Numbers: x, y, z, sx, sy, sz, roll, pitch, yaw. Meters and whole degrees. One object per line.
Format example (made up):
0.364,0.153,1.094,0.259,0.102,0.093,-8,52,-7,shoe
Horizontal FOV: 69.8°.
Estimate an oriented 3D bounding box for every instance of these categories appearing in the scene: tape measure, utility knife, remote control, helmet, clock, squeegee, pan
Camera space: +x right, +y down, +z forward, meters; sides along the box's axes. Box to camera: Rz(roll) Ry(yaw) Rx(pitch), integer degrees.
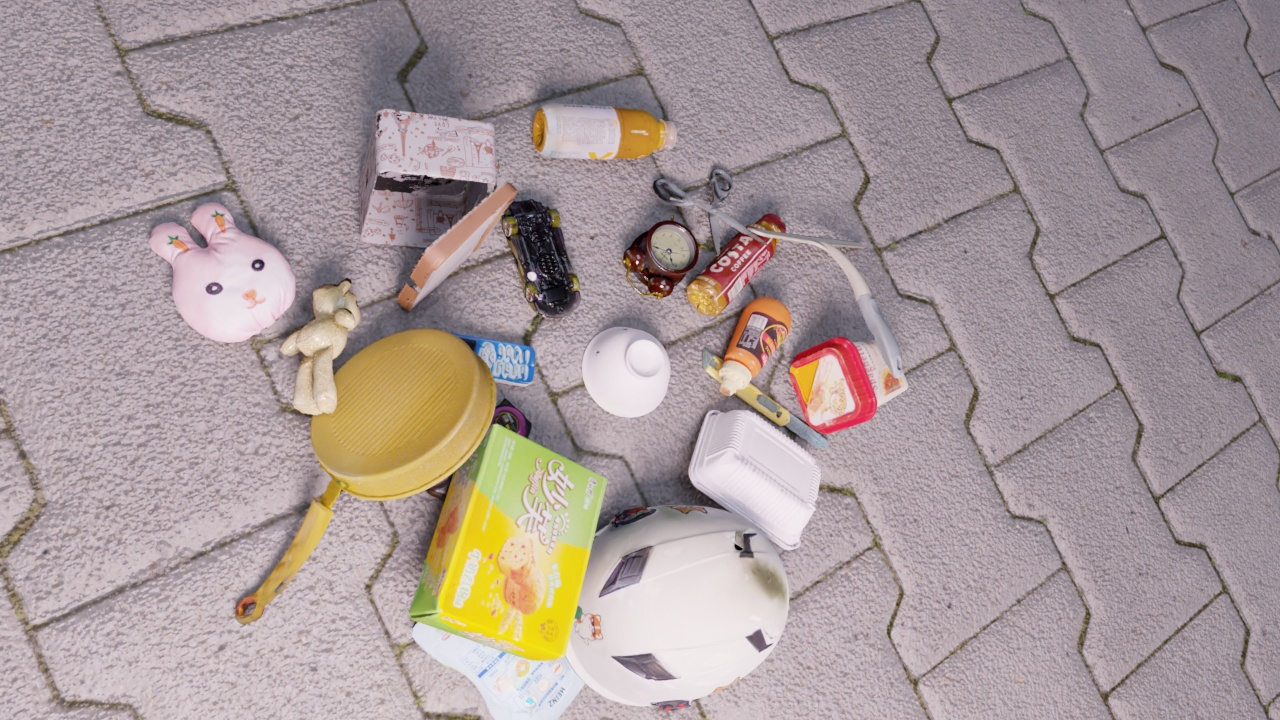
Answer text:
-0.159,0.081,1.060,0.057,0.039,0.057,43,59,-7,tape measure
0.165,0.057,1.223,0.216,0.022,0.030,37,69,-15,utility knife
-0.187,-0.001,1.078,0.124,0.024,0.049,11,72,-22,remote control
0.058,0.267,1.024,0.273,0.157,0.230,-4,76,-32,helmet
0.024,-0.129,1.187,0.082,0.055,0.121,46,61,-7,clock
0.287,-0.086,1.214,0.246,0.039,0.246,0,54,-42,squeegee
-0.295,0.117,0.946,0.198,0.078,0.356,29,67,36,pan

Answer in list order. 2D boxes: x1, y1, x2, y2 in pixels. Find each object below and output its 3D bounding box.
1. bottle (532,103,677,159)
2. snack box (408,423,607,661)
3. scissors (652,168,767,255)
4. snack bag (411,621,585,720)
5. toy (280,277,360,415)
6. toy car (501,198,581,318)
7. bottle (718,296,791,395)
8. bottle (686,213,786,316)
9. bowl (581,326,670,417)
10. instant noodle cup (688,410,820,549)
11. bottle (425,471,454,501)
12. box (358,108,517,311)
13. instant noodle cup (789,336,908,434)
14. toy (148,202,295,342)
-0.044,-0.297,1.198,0.189,0.068,0.068,-4,77,-24,bottle
-0.135,0.194,0.976,0.157,0.070,0.209,30,58,-28,snack box
0.093,-0.202,1.228,0.159,0.014,0.179,10,48,-6,scissors
-0.149,0.319,0.998,0.191,0.039,0.110,47,55,-8,snack bag
-0.334,-0.014,0.977,0.066,0.105,0.157,32,44,-41,toy
-0.123,-0.125,1.130,0.070,0.042,0.158,-13,80,-26,toy car
0.143,-0.014,1.198,0.067,0.067,0.149,38,62,-10,bottle
0.133,-0.133,1.235,0.057,0.058,0.174,47,63,-5,bottle
-0.007,0.007,1.132,0.118,0.065,0.118,6,74,-21,bowl
0.153,0.136,1.141,0.173,0.061,0.137,37,40,-12,instant noodle cup
-0.203,0.129,1.025,0.079,0.044,0.195,-25,87,-24,bottle
-0.228,-0.148,1.017,0.152,0.183,0.174,3,71,-22,box
0.284,0.026,1.233,0.124,0.117,0.116,-13,81,-39,instant noodle cup
-0.448,-0.096,0.979,0.121,0.054,0.159,-39,85,-28,toy
